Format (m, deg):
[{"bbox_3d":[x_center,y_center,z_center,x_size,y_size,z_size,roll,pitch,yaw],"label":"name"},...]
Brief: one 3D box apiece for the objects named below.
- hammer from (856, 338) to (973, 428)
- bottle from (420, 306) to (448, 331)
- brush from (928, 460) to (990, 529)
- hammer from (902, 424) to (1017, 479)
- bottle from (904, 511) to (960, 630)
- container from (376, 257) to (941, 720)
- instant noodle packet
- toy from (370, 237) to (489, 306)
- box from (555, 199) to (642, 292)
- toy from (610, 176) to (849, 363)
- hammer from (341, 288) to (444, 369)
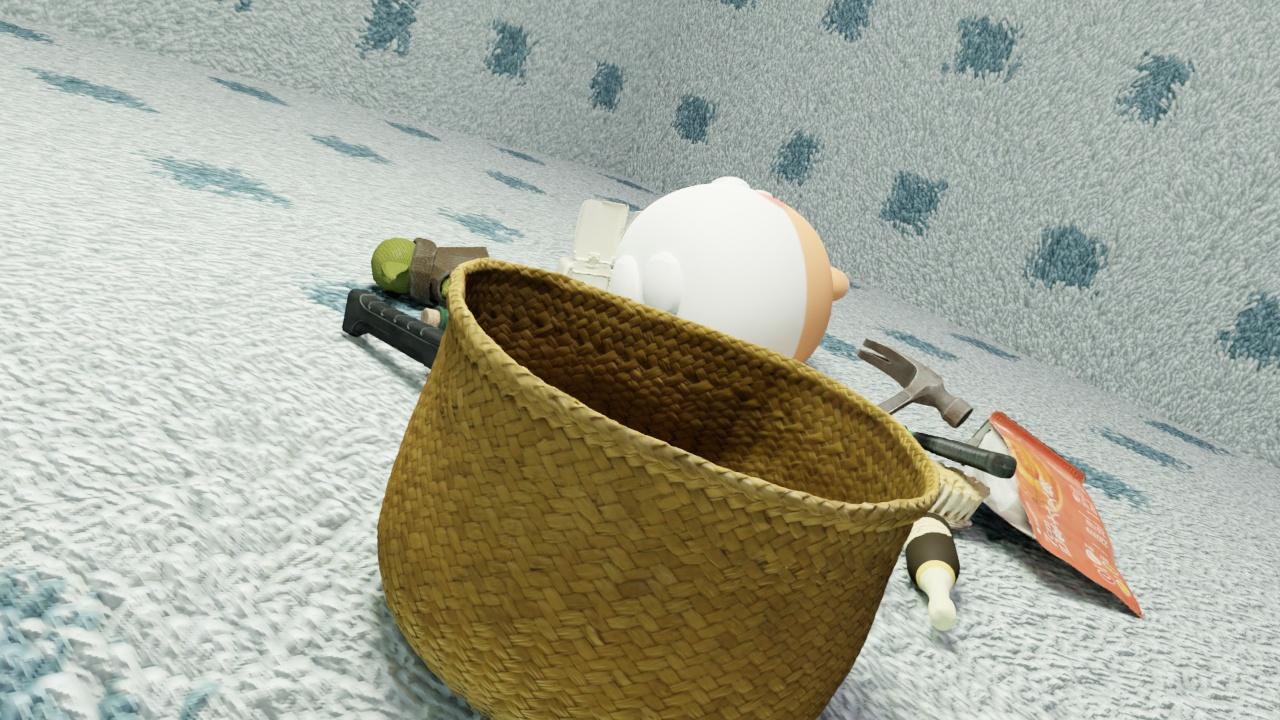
[{"bbox_3d":[0.207,0.066,0.951,0.313,0.035,0.138,-23,55,-37],"label":"hammer"},{"bbox_3d":[-0.174,-0.037,0.993,0.131,0.061,0.061,8,17,-39],"label":"bottle"},{"bbox_3d":[0.243,0.117,1.000,0.271,0.057,0.083,20,16,-1],"label":"brush"},{"bbox_3d":[0.331,0.095,1.086,0.130,0.032,0.319,19,0,-15],"label":"hammer"},{"bbox_3d":[0.257,0.185,0.803,0.045,0.045,0.184,23,15,8],"label":"bottle"},{"bbox_3d":[0.001,0.087,0.538,0.307,0.197,0.306,19,13,-5],"label":"container"},{"bbox_3d":[0.460,0.173,1.020,0.164,0.084,0.220,35,20,-15],"label":"instant noodle packet"},{"bbox_3d":[-0.245,-0.103,1.102,0.152,0.078,0.179,7,17,-17],"label":"toy"},{"bbox_3d":[-0.036,-0.118,1.209,0.143,0.184,0.050,4,22,-24],"label":"box"},{"bbox_3d":[0.105,-0.087,1.110,0.280,0.266,0.263,-4,5,-35],"label":"toy"},{"bbox_3d":[-0.164,0.001,0.818,0.333,0.118,0.025,25,16,36],"label":"hammer"}]
